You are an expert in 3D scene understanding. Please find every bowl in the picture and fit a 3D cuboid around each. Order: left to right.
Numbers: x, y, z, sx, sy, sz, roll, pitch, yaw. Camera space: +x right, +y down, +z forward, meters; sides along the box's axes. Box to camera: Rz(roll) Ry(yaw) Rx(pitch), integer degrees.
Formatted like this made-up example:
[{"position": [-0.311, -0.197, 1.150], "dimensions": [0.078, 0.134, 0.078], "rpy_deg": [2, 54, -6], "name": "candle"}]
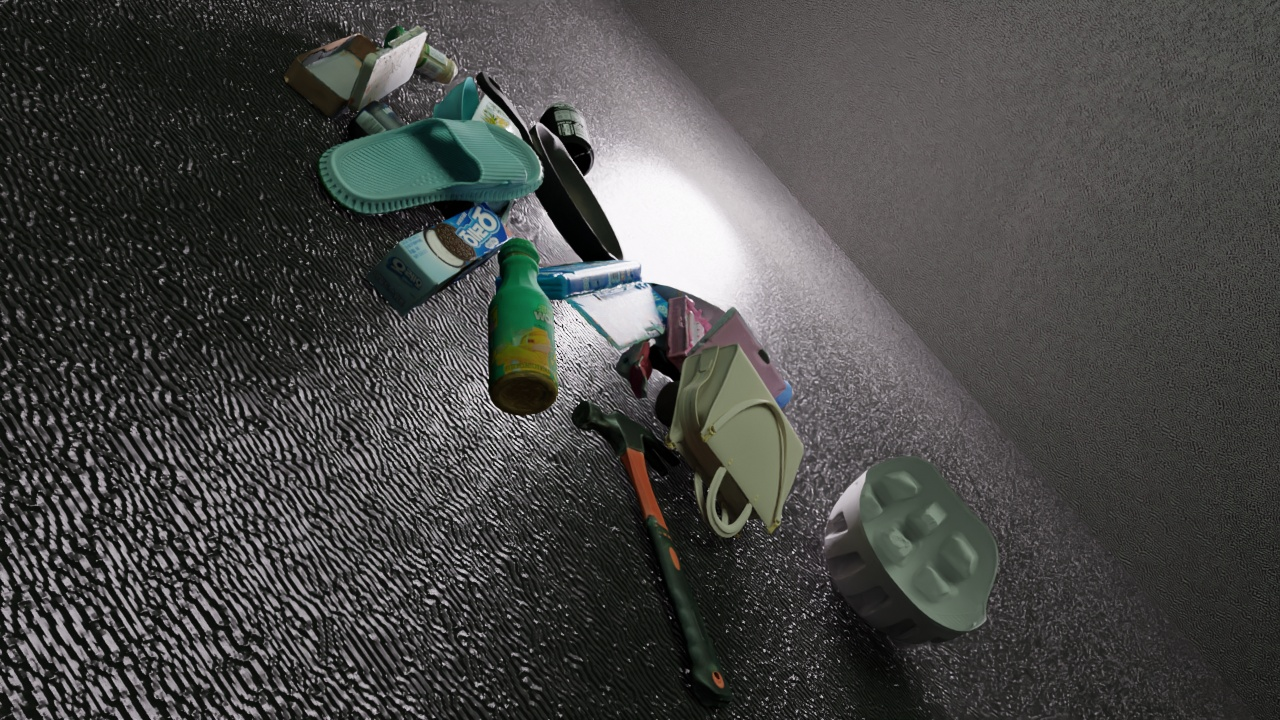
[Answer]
[{"position": [-0.245, -0.311, 1.212], "dimensions": [0.046, 0.121, 0.121], "rpy_deg": [0, 29, 2], "name": "bowl"}, {"position": [0.053, -0.040, 1.284], "dimensions": [0.174, 0.067, 0.174], "rpy_deg": [23, -14, 6], "name": "bowl"}]

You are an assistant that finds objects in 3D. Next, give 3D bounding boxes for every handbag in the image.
[{"position": [0.101, 0.112, 1.047], "dimensions": [0.194, 0.101, 0.197], "rpy_deg": [54, 37, -28], "name": "handbag"}]

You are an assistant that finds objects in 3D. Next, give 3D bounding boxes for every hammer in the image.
[{"position": [0.022, 0.185, 0.915], "dimensions": [0.133, 0.033, 0.332], "rpy_deg": [28, 30, -40], "name": "hammer"}]

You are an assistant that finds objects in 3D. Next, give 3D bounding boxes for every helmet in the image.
[{"position": [0.340, 0.249, 1.166], "dimensions": [0.224, 0.184, 0.281], "rpy_deg": [44, 15, 7], "name": "helmet"}]

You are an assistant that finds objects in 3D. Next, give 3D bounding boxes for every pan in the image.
[{"position": [-0.127, -0.254, 1.245], "dimensions": [0.356, 0.043, 0.248], "rpy_deg": [47, 16, -51], "name": "pan"}]

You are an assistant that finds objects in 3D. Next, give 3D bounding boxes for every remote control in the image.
[{"position": [0.060, 0.022, 1.269], "dimensions": [0.140, 0.021, 0.045], "rpy_deg": [30, 28, -46], "name": "remote control"}]

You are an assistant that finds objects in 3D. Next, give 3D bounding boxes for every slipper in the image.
[{"position": [-0.217, -0.222, 1.002], "dimensions": [0.275, 0.070, 0.116], "rpy_deg": [-21, 72, -42], "name": "slipper"}]

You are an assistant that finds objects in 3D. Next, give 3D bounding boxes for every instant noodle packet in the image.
[{"position": [-0.188, -0.283, 1.247], "dimensions": [0.268, 0.057, 0.147], "rpy_deg": [-86, 161, -59], "name": "instant noodle packet"}]

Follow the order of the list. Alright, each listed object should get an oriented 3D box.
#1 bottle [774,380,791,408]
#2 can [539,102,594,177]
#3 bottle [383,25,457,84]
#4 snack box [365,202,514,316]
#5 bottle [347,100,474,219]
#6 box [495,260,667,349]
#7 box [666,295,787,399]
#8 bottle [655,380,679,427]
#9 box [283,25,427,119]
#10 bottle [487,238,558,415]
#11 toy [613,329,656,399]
[{"position": [0.179, 0.035, 1.421], "dimensions": [0.131, 0.048, 0.048], "rpy_deg": [26, 30, -42], "name": "bottle"}, {"position": [-0.122, -0.358, 1.498], "dimensions": [0.080, 0.080, 0.145], "rpy_deg": [32, 26, -32], "name": "can"}, {"position": [-0.320, -0.445, 1.343], "dimensions": [0.109, 0.043, 0.042], "rpy_deg": [21, 33, -48], "name": "bottle"}, {"position": [-0.204, -0.112, 0.967], "dimensions": [0.059, 0.059, 0.226], "rpy_deg": [48, 21, -7], "name": "snack box"}, {"position": [-0.262, -0.227, 1.059], "dimensions": [0.161, 0.056, 0.056], "rpy_deg": [44, 22, -9], "name": "bottle"}, {"position": [-0.046, -0.086, 1.122], "dimensions": [0.174, 0.064, 0.243], "rpy_deg": [24, 17, 16], "name": "box"}, {"position": [0.122, 0.004, 1.199], "dimensions": [0.232, 0.099, 0.099], "rpy_deg": [48, 37, -52], "name": "box"}, {"position": [0.072, 0.067, 1.159], "dimensions": [0.108, 0.060, 0.060], "rpy_deg": [24, 31, -43], "name": "bottle"}, {"position": [-0.346, -0.361, 1.119], "dimensions": [0.107, 0.095, 0.215], "rpy_deg": [17, 27, -4], "name": "box"}, {"position": [-0.123, -0.043, 0.946], "dimensions": [0.068, 0.068, 0.209], "rpy_deg": [30, 36, -35], "name": "bottle"}, {"position": [-0.007, 0.007, 1.135], "dimensions": [0.050, 0.066, 0.102], "rpy_deg": [9, 34, -5], "name": "toy"}]
